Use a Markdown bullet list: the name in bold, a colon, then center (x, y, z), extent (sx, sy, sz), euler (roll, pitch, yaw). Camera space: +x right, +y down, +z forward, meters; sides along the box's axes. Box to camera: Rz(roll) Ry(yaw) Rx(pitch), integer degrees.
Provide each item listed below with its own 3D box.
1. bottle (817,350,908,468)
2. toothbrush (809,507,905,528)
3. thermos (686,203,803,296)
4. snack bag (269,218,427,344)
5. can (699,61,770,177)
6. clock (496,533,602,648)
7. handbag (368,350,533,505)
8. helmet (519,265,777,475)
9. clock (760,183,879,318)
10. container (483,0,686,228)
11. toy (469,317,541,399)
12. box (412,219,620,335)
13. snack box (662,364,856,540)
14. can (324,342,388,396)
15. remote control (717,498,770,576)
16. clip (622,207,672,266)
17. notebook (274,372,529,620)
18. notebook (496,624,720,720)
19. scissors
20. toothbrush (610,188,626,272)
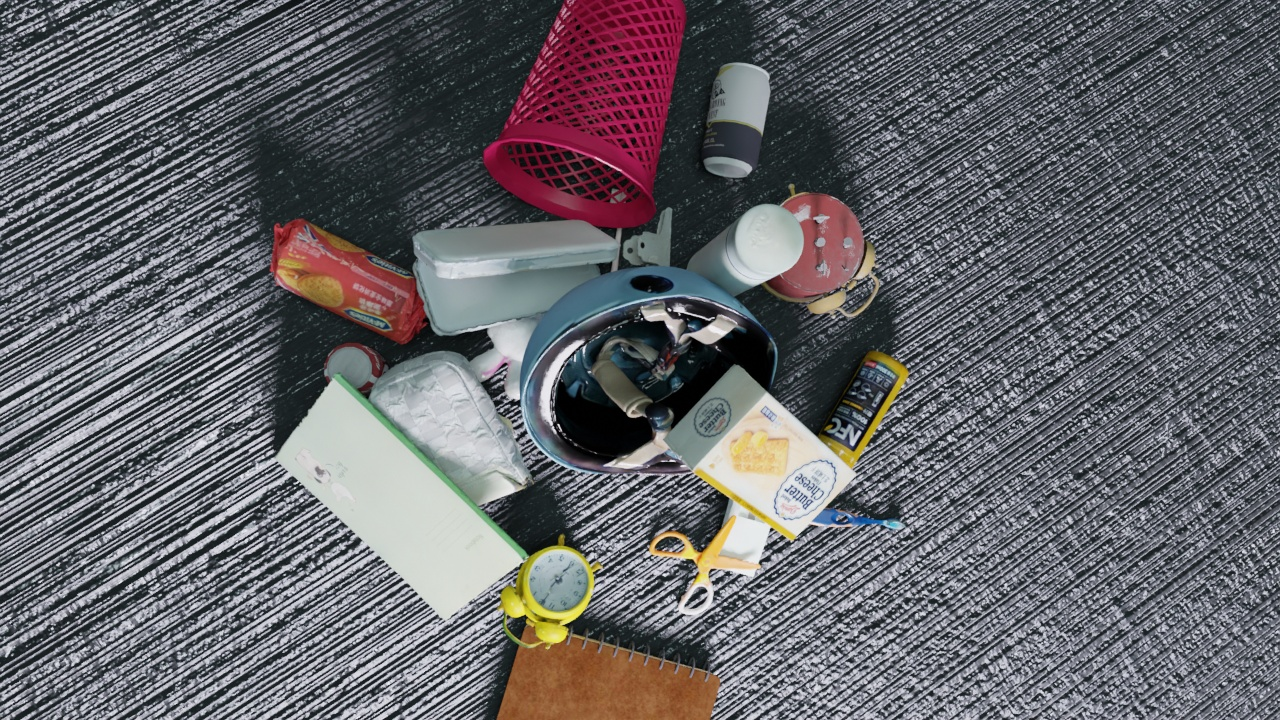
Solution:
- **bottle**: center (0.235, 0.079, 1.040), extent (0.053, 0.053, 0.186), euler (34, 83, -6)
- **toothbrush**: center (0.239, 0.183, 1.055), extent (0.135, 0.017, 0.021), euler (7, 84, -8)
- **thermos**: center (0.101, -0.104, 0.939), extent (0.068, 0.230, 0.068), euler (0, 87, -9)
- **snack bag**: center (-0.301, -0.082, 0.959), extent (0.176, 0.082, 0.082), euler (27, 84, -7)
- **can**: center (0.108, -0.275, 1.032), extent (0.064, 0.064, 0.127), euler (11, 86, -8)
- **clock**: center (-0.097, 0.248, 0.971), extent (0.083, 0.057, 0.118), euler (37, 66, 2)
- **handbag**: center (-0.194, 0.066, 0.936), extent (0.112, 0.123, 0.171), euler (-22, 115, 5)
- **helmet**: center (-0.006, 0.006, 0.939), extent (0.265, 0.166, 0.226), euler (-1, 122, -25)
- **clock**: center (0.201, -0.117, 1.030), extent (0.159, 0.081, 0.117), euler (42, 82, -4)
- **container**: center (-0.042, -0.283, 0.965), extent (0.183, 0.183, 0.225), euler (18, 77, -7)
- **toy**: center (-0.132, -0.023, 0.999), extent (0.076, 0.037, 0.125), euler (26, 78, -2)
- **box**: center (-0.132, -0.084, 0.969), extent (0.216, 0.107, 0.110), euler (-8, 123, -30)
- **snack box**: center (0.126, 0.099, 0.930), extent (0.104, 0.057, 0.208), euler (-47, 133, 5)
- **can**: center (-0.291, 0.010, 0.944), extent (0.054, 0.097, 0.054), euler (0, 87, -9)
- **remote control**: center (0.125, 0.169, 1.034), extent (0.049, 0.024, 0.143), euler (17, 85, -7)
- **clip**: center (0.011, -0.125, 1.030), extent (0.054, 0.038, 0.101), euler (3, 86, -21)
- **notebook**: center (-0.246, 0.144, 0.923), extent (0.252, 0.182, 0.010), euler (45, 40, -4)
- **notebook**: center (-0.039, 0.386, 1.001), extent (0.225, 0.024, 0.167), euler (17, 86, -7)
- **scissors**: center (0.071, 0.229, 1.021), extent (0.125, 0.011, 0.129), euler (6, 95, 4)
- **toothbrush**: center (-0.033, -0.104, 1.029), extent (0.018, 0.016, 0.181), euler (6, 86, -1)
